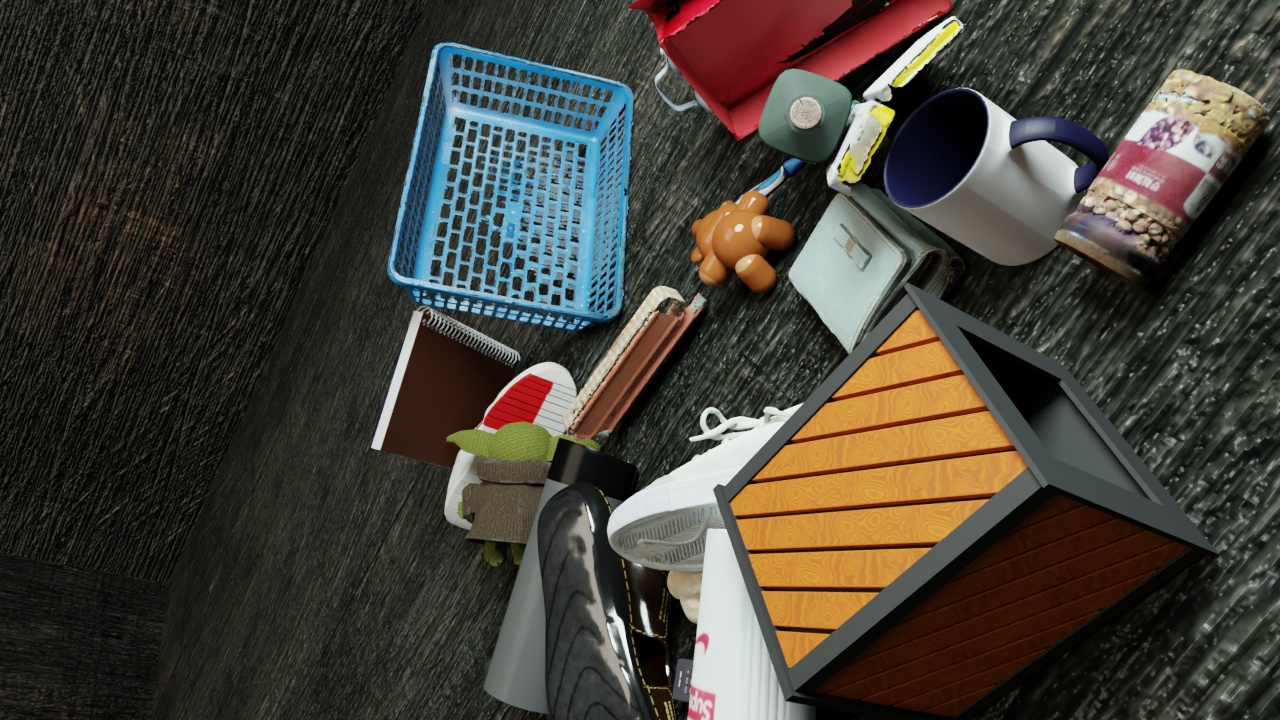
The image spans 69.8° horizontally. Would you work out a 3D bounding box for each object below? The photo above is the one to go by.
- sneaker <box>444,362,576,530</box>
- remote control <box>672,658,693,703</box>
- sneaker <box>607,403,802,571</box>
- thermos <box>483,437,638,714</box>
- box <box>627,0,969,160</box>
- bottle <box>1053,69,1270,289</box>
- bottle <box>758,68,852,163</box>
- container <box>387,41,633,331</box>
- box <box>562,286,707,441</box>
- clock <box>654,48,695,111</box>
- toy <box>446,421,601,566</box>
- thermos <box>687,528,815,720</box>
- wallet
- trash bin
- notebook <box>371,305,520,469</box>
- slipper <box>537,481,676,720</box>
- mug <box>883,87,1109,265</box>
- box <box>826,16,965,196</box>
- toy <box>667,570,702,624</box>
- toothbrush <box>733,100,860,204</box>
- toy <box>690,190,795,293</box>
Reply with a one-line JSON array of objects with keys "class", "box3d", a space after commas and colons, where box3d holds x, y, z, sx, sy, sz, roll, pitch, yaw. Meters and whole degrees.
[{"class": "sneaker", "box3d": [-0.159, 0.085, 1.091, 0.237, 0.090, 0.104, -59, 23, 21]}, {"class": "remote control", "box3d": [0.072, 0.242, 0.674, 0.137, 0.015, 0.032, -15, 59, 52]}, {"class": "sneaker", "box3d": [0.083, 0.081, 0.673, 0.243, 0.089, 0.090, -27, 35, 28]}, {"class": "thermos", "box3d": [-0.073, 0.200, 0.870, 0.082, 0.082, 0.240, 4, 75, 59]}, {"class": "box", "box3d": [0.124, -0.284, 0.732, 0.215, 0.164, 0.152, -30, 2, 23]}, {"class": "bottle", "box3d": [0.282, -0.097, 0.501, 0.105, 0.056, 0.056, -59, 31, 16]}, {"class": "bottle", "box3d": [0.125, -0.186, 0.701, 0.131, 0.061, 0.061, -51, -18, -75]}, {"class": "container", "box3d": [-0.148, -0.200, 1.102, 0.089, 0.257, 0.361, 120, 157, -58]}, {"class": "box", "box3d": [-0.004, 0.007, 0.892, 0.187, 0.082, 0.042, -52, 45, 23]}, {"class": "clock", "box3d": [0.088, -0.289, 0.857, 0.162, 0.122, 0.075, -30, 44, 22]}, {"class": "toy", "box3d": [-0.132, 0.142, 0.984, 0.179, 0.078, 0.152, 2, 72, 18]}, {"class": "thermos", "box3d": [0.071, 0.222, 0.591, 0.100, 0.099, 0.220, -13, 69, 55]}, {"class": "wallet", "box3d": [0.167, -0.068, 0.681, 0.100, 0.054, 0.131, -57, 27, 19]}, {"class": "trash bin", "box3d": [0.162, 0.086, 0.500, 0.172, 0.139, 0.139, -51, 34, 28]}, {"class": "notebook", "box3d": [-0.229, 0.043, 1.119, 0.022, 0.209, 0.171, 11, 80, 26]}, {"class": "slipper", "box3d": [-0.024, 0.233, 0.773, 0.113, 0.075, 0.267, -29, 63, 30]}, {"class": "mug", "box3d": [0.225, -0.116, 0.564, 0.112, 0.096, 0.078, -14, 60, 55]}, {"class": "box", "box3d": [0.174, -0.182, 0.660, 0.130, 0.036, 0.209, -55, -1, 18]}, {"class": "toy", "box3d": [0.049, 0.152, 0.740, 0.092, 0.046, 0.115, -31, 55, 36]}, {"class": "toothbrush", "box3d": [0.130, -0.175, 0.835, 0.190, 0.017, 0.016, -36, 45, 43]}, {"class": "toy", "box3d": [0.085, -0.109, 0.841, 0.095, 0.065, 0.128, -59, 22, 3]}]
